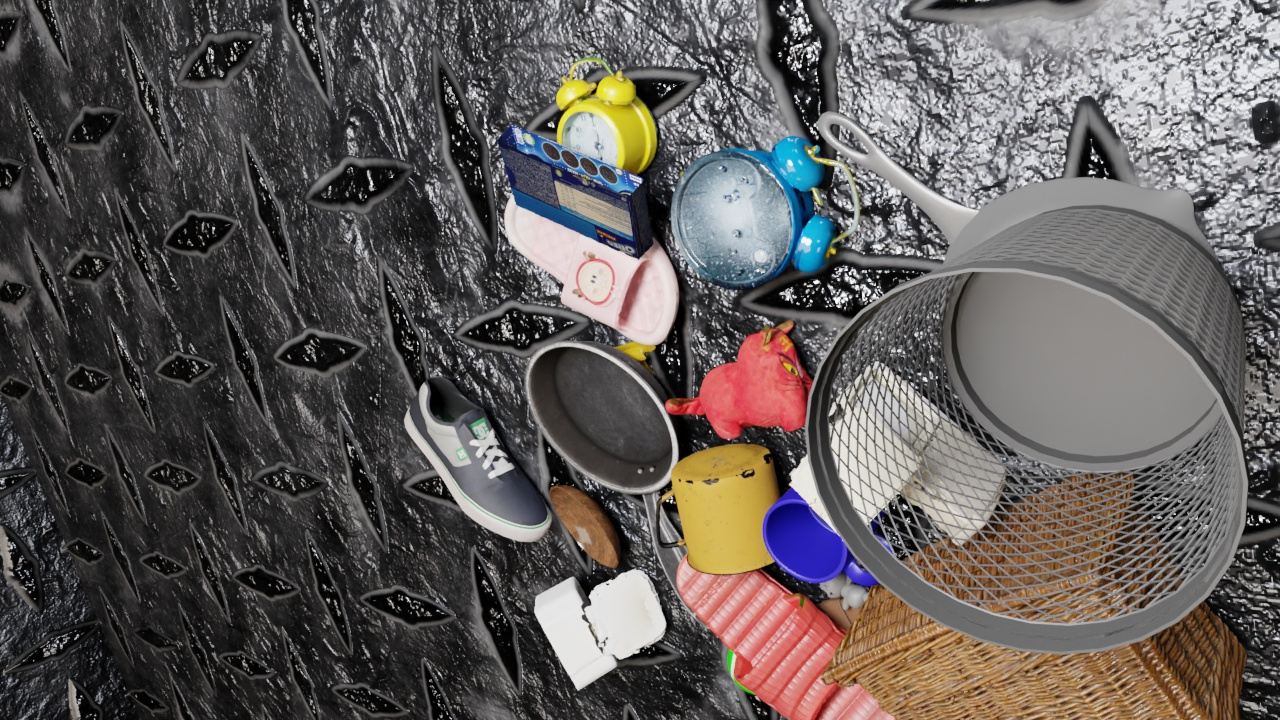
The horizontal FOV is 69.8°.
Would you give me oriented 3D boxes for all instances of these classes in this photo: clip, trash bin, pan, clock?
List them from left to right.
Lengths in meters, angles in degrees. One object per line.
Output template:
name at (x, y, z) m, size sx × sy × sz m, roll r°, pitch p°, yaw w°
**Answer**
clock at (-0.033, -0.213, 0.827) m, size 0.083 × 0.057 × 0.119 m, roll 7°, pitch 120°, yaw 36°
clip at (-0.007, 0.005, 0.923) m, size 0.054 × 0.044 × 0.049 m, roll -15°, pitch 75°, yaw 39°
pan at (0.001, 0.128, 0.956) m, size 0.188 × 0.055 × 0.357 m, roll -14°, pitch 112°, yaw 45°
clock at (0.103, -0.122, 0.763) m, size 0.162 × 0.060 × 0.117 m, roll -1°, pitch 107°, yaw 36°
pan at (0.265, -0.075, 0.680) m, size 0.354 × 0.024 × 0.217 m, roll 43°, pitch 129°, yaw 15°
trash bin at (0.251, 0.020, 0.563) m, size 0.218 × 0.226 × 0.218 m, roll 16°, pitch 118°, yaw 31°

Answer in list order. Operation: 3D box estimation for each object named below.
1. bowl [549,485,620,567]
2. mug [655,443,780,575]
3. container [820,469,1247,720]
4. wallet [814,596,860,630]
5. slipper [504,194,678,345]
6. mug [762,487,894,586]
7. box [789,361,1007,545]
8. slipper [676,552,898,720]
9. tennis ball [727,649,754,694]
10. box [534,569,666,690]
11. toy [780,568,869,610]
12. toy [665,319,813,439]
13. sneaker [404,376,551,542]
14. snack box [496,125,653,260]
bowl at (-0.055, 0.179, 1.028) m, size 0.114 × 0.026 × 0.102 m, roll 59°, pitch 152°, yaw -13°
mug at (0.072, 0.138, 0.863) m, size 0.124 × 0.100 × 0.094 m, roll -12°, pitch 102°, yaw 2°
container at (0.306, 0.224, 0.695) m, size 0.183 × 0.161 × 0.251 m, roll 51°, pitch 132°, yaw 3°
wallet at (0.204, 0.269, 0.884) m, size 0.121 × 0.013 × 0.087 m, roll -28°, pitch 91°, yaw 40°
slipper at (-0.051, -0.099, 0.893) m, size 0.221 × 0.055 × 0.107 m, roll 37°, pitch 125°, yaw 21°
mug at (0.174, 0.151, 0.809) m, size 0.111 × 0.083 × 0.079 m, roll 39°, pitch 128°, yaw 18°
box at (0.206, 0.074, 0.682) m, size 0.143 × 0.185 × 0.070 m, roll 40°, pitch 128°, yaw 8°
slipper at (0.130, 0.267, 0.865) m, size 0.249 × 0.059 × 0.103 m, roll 37°, pitch 95°, yaw 21°
tennis ball at (0.121, 0.305, 0.930) m, size 0.065 × 0.065 × 0.065 m, roll 16°, pitch 118°, yaw 32°
box at (-0.040, 0.291, 1.053) m, size 0.109 × 0.136 × 0.121 m, roll 59°, pitch 174°, yaw 0°
toy at (0.182, 0.208, 0.857) m, size 0.112 × 0.030 × 0.049 m, roll 28°, pitch 136°, yaw 36°
toy at (0.086, 0.015, 0.818) m, size 0.133 × 0.088 × 0.094 m, roll -11°, pitch 103°, yaw 19°
sneaker at (-0.187, 0.111, 1.074) m, size 0.235 × 0.084 × 0.079 m, roll 44°, pitch 129°, yaw 19°
snack box at (-0.058, -0.151, 0.826) m, size 0.150 × 0.027 × 0.082 m, roll 28°, pitch 153°, yaw 24°
